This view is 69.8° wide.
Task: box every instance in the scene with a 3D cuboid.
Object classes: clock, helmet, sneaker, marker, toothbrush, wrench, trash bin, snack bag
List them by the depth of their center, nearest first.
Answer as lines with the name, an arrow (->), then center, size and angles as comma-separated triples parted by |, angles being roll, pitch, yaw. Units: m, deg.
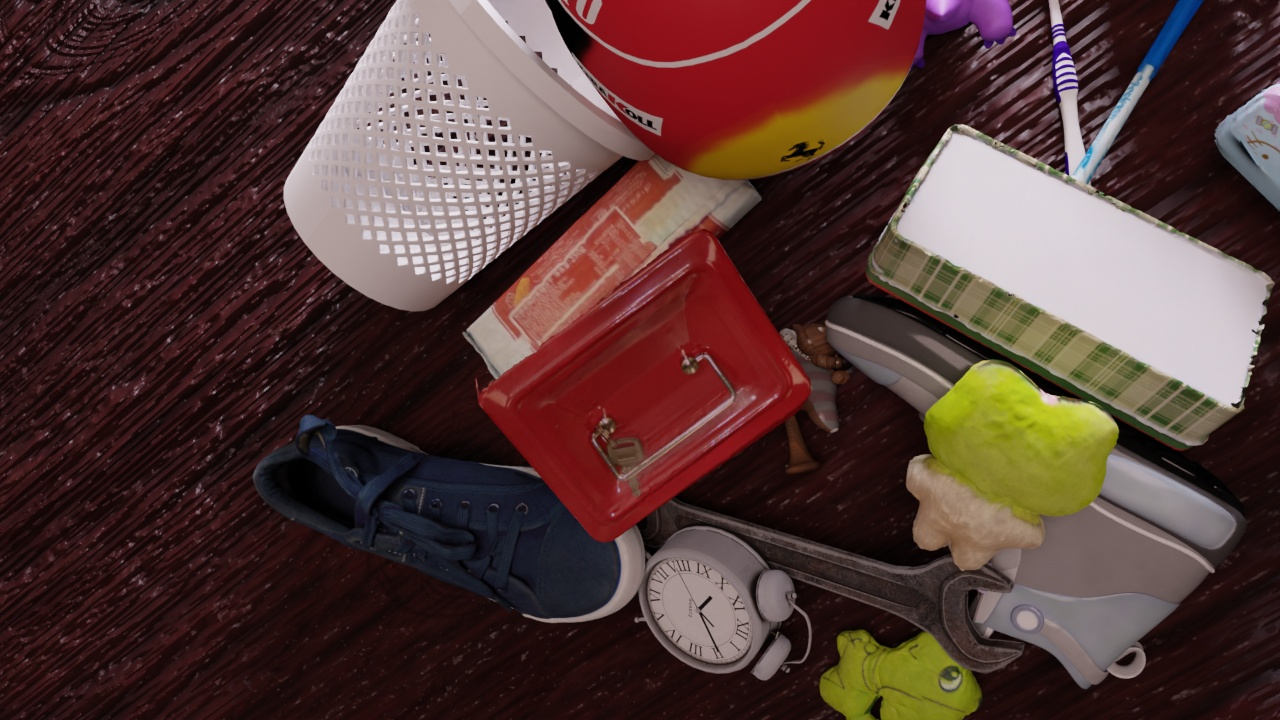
helmet -> 0.043, -0.234, 0.501 | 0.198, 0.224, 0.270 | -21, 72, 19
marker -> 0.294, -0.159, 0.549 | 0.013, 0.013, 0.142 | 32, 92, 15
sneaker -> 0.201, 0.077, 0.554 | 0.257, 0.093, 0.161 | 32, 107, 16
toothbrush -> 0.262, -0.170, 0.566 | 0.015, 0.016, 0.186 | -7, 87, 15
wrench -> 0.101, 0.126, 0.583 | 0.274, 0.010, 0.070 | 13, 111, 30
clock -> 0.054, 0.160, 0.597 | 0.123, 0.035, 0.095 | 15, 117, 31
trash bin -> -0.121, -0.146, 0.608 | 0.200, 0.195, 0.195 | -41, 78, 23
sneaker -> -0.143, 0.106, 0.620 | 0.295, 0.127, 0.121 | 13, 96, 22
snack bag -> -0.022, -0.064, 0.643 | 0.225, 0.041, 0.077 | -43, 78, 14

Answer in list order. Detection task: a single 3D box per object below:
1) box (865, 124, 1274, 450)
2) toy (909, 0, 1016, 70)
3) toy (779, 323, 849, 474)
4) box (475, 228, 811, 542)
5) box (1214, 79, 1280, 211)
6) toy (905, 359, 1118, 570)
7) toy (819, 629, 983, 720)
box -> 0.242, -0.046, 0.522 | 0.205, 0.050, 0.117 | 29, 57, 9
toy -> 0.185, -0.238, 0.569 | 0.106, 0.055, 0.088 | -10, 82, 25
toy -> 0.110, 0.019, 0.600 | 0.055, 0.041, 0.101 | -18, 79, 27
box -> 0.002, 0.010, 0.568 | 0.157, 0.165, 0.152 | -34, 107, 0
box -> 0.413, -0.074, 0.478 | 0.089, 0.092, 0.214 | -42, 78, 13
toy -> 0.188, 0.061, 0.488 | 0.092, 0.043, 0.118 | 28, 117, 17
toy -> 0.166, 0.205, 0.585 | 0.093, 0.036, 0.094 | 26, 103, 19
